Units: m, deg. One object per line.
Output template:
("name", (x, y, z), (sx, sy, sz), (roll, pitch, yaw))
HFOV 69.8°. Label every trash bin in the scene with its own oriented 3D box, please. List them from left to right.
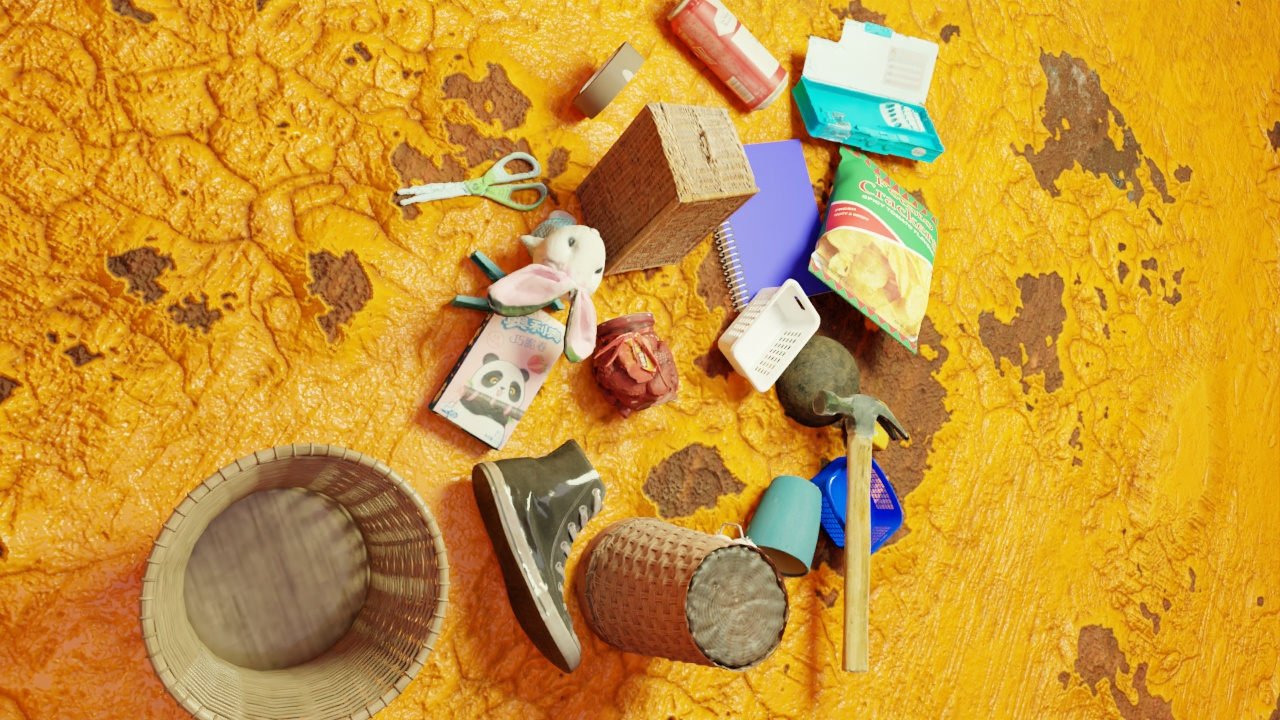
("trash bin", (0.042, 0.239, 0.957), (0.151, 0.211, 0.151), (5, 79, -28))

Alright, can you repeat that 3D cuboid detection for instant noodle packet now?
("instant noodle packet", (0.319, -0.158, 1.228), (0.195, 0.091, 0.252), (34, 54, -20))

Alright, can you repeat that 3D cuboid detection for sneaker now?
("sneaker", (-0.085, 0.204, 0.966), (0.119, 0.095, 0.234), (-17, 83, -27))

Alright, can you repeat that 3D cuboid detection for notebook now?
("notebook", (0.165, -0.178, 1.195), (0.171, 0.022, 0.209), (-14, 89, -30))

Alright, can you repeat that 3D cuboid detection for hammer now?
("hammer", (0.266, 0.206, 1.115), (0.132, 0.033, 0.330), (9, 79, -28))

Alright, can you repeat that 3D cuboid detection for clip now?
("clip", (-0.138, -0.080, 1.017), (0.126, 0.028, 0.113), (35, 73, -20))

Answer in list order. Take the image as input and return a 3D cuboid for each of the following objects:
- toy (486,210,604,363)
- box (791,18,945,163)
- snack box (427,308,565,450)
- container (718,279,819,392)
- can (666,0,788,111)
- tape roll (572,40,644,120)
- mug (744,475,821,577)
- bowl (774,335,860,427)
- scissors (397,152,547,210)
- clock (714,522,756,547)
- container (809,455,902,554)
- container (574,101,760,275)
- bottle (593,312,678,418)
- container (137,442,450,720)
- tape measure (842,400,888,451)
("toy", (-0.074, -0.107, 0.981), (0.131, 0.106, 0.205), (38, 29, -23))
("box", (0.319, -0.373, 1.280), (0.226, 0.074, 0.180), (4, 80, -27))
("snack box", (-0.147, 0.009, 0.978), (0.088, 0.033, 0.154), (35, 78, -22))
("container", (0.154, -0.033, 1.135), (0.129, 0.050, 0.081), (-49, 121, -17))
("can", (0.113, -0.397, 1.174), (0.170, 0.067, 0.067), (40, 66, -16))
("tape roll", (-0.038, -0.326, 1.068), (0.030, 0.094, 0.093), (41, 66, -17))
("mug", (0.181, 0.206, 1.117), (0.112, 0.085, 0.104), (54, 48, -42))
("bowl", (0.239, 0.024, 1.181), (0.121, 0.056, 0.121), (5, 80, -27))
("scissors", (-0.184, -0.188, 1.015), (0.175, 0.033, 0.072), (-16, 92, -25))
("clock", (0.101, 0.251, 1.057), (0.044, 0.087, 0.124), (6, 83, -26))
("container", (0.270, 0.182, 1.172), (0.096, 0.058, 0.114), (-35, 99, -28))
("container", (0.026, -0.187, 1.022), (0.112, 0.199, 0.113), (-10, 76, -33))
("bottle", (-0.006, 0.006, 1.033), (0.098, 0.099, 0.111), (-10, 82, -29))
("container", (-0.302, 0.191, 0.789), (0.226, 0.197, 0.226), (5, 80, -27))
("tape measure", (0.304, 0.080, 1.222), (0.068, 0.030, 0.058), (32, 69, -22))
